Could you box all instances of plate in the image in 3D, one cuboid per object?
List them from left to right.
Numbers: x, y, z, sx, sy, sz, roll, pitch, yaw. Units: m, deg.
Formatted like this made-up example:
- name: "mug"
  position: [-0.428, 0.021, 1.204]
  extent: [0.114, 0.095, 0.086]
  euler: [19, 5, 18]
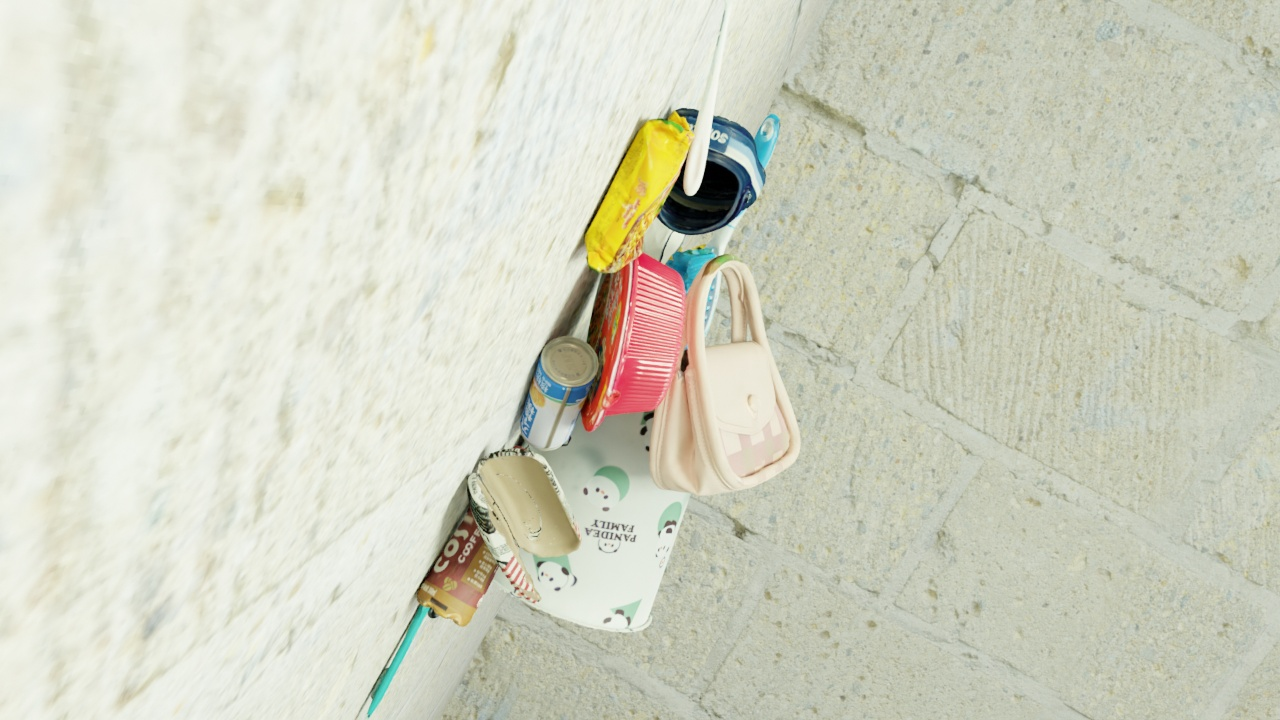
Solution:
- name: "plate"
  position: [0.038, -0.174, 1.146]
  extent: [0.204, 0.045, 0.205]
  euler: [-60, 177, -5]

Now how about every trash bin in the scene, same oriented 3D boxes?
- name: "trash bin"
  position: [-0.045, 0.138, 1.041]
  extent: [0.229, 0.229, 0.252]
  euler: [-44, 156, -85]

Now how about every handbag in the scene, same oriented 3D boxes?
- name: "handbag"
  position: [0.085, 0.010, 0.928]
  extent: [0.193, 0.093, 0.234]
  euler: [-10, 97, -59]

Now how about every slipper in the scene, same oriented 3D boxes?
- name: "slipper"
  position: [0.062, -0.167, 0.887]
  extent: [0.253, 0.105, 0.095]
  euler: [43, 69, -86]

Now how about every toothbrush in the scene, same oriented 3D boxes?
- name: "toothbrush"
  position: [0.057, -0.220, 0.736]
  extent: [0.016, 0.016, 0.180]
  euler: [-71, 173, -64]

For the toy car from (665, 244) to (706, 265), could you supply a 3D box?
- name: "toy car"
  position: [0.054, -0.109, 1.138]
  extent: [0.155, 0.041, 0.071]
  euler: [-27, 149, -58]

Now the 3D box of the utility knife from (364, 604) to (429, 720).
- name: "utility knife"
  position: [-0.260, 0.325, 0.934]
  extent: [0.222, 0.013, 0.029]
  euler: [-63, 180, -8]

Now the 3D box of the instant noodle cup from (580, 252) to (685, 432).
- name: "instant noodle cup"
  position: [-0.006, -0.024, 0.860]
  extent: [0.194, 0.066, 0.194]
  euler: [-172, -89, -78]

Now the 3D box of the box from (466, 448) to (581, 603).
- name: "box"
  position: [-0.100, 0.145, 0.828]
  extent: [0.087, 0.076, 0.162]
  euler: [-31, 134, -10]

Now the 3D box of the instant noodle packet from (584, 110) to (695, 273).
- name: "instant noodle packet"
  position: [0.001, -0.134, 0.724]
  extent: [0.128, 0.044, 0.110]
  euler: [-62, -178, 16]

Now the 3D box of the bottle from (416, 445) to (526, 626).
- name: "bottle"
  position: [-0.149, 0.167, 0.891]
  extent: [0.174, 0.057, 0.057]
  euler: [-61, 178, -16]

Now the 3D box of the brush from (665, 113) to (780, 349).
- name: "brush"
  position: [0.077, -0.127, 1.046]
  extent: [0.109, 0.060, 0.315]
  euler: [-16, 130, -47]

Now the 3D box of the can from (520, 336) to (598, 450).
- name: "can"
  position: [-0.080, 0.035, 0.870]
  extent: [0.053, 0.053, 0.135]
  euler: [-60, 178, -35]

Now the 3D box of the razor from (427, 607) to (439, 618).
- name: "razor"
  position: [-0.210, 0.245, 0.996]
  extent: [0.042, 0.022, 0.143]
  euler: [-16, 153, -37]
